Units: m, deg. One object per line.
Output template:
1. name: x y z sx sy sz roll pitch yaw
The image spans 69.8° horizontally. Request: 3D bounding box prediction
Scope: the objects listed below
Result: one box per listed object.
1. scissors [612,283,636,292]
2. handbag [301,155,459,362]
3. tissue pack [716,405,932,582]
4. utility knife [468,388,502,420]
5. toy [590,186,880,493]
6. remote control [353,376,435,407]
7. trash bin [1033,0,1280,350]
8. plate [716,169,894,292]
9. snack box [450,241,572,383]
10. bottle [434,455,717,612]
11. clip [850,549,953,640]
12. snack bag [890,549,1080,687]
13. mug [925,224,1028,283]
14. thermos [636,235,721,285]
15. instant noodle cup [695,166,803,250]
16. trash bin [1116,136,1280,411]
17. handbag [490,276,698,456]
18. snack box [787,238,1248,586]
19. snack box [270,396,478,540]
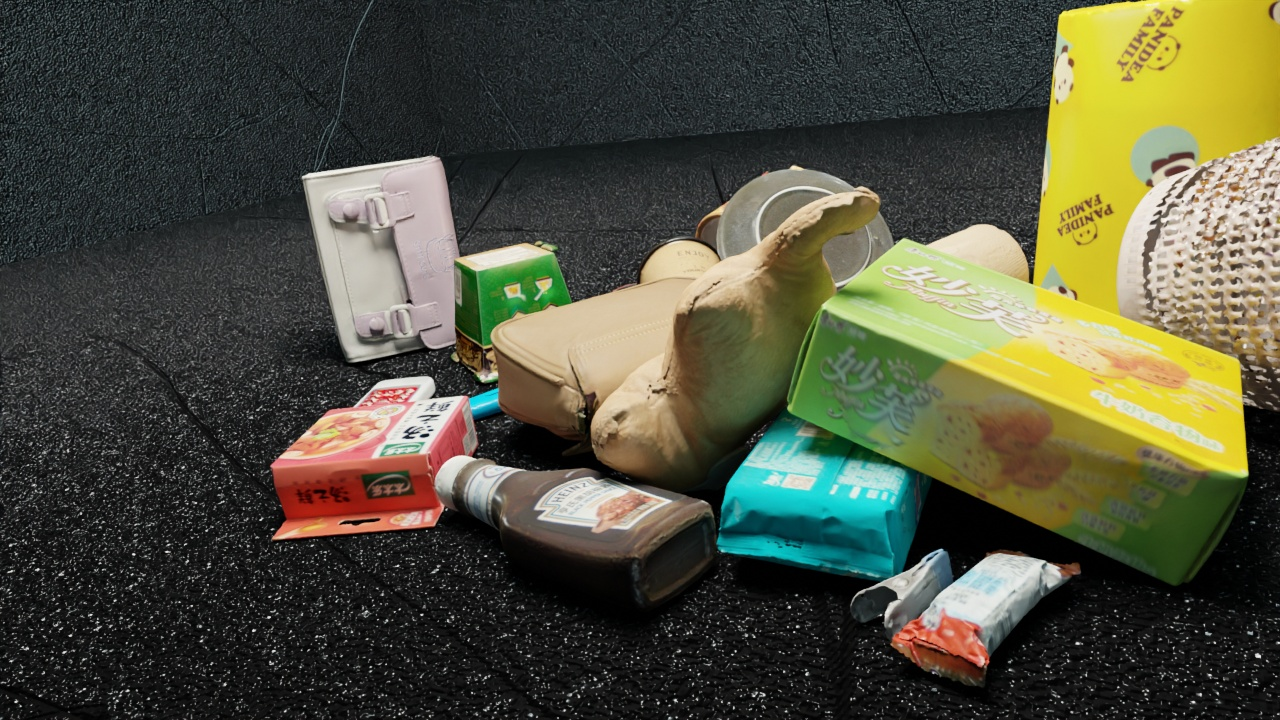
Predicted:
1. scissors: 0.068 -0.090 1.068 0.189 0.015 0.226 -3 18 15
2. handbag: -0.263 -0.108 0.972 0.144 0.197 0.098 -14 17 -16
3. tissue pack: 0.107 0.072 0.510 0.093 0.050 0.133 5 23 26
4. utility knife: -0.115 0.031 0.777 0.186 0.018 0.034 -19 22 -27
5. toy: 0.063 -0.012 0.550 0.082 0.226 0.143 45 21 22
6. remote control: -0.218 0.044 0.777 0.056 0.020 0.135 -6 19 8
7. trash bin: 0.434 -0.158 0.738 0.229 0.255 0.229 -7 19 2
8. plate: 0.163 -0.114 0.880 0.179 0.179 0.024 -13 -22 -14
9. snack box: -0.128 -0.053 0.892 0.117 0.106 0.118 -17 20 -23
10. bottle: -0.050 0.090 0.536 0.195 0.044 0.079 9 24 43
11. clip: 0.128 0.110 0.433 0.056 0.024 0.026 -22 20 -25
12. snack bag: 0.158 0.110 0.417 0.105 0.026 0.045 -22 14 -39
13. mug: 0.263 -0.062 0.821 0.103 0.084 0.125 -20 -2 -28
14. thermos: 0.047 -0.059 0.877 0.093 0.093 0.143 -9 25 -2
15. instant noodle cup: 0.132 -0.120 0.961 0.108 0.138 0.138 -30 27 -29
16. trash bin: 0.412 -0.052 0.540 0.227 0.227 0.192 -17 8 -25
17. handbag: -0.004 0.004 0.697 0.204 0.100 0.148 -17 28 -25
18. snack box: 0.209 0.014 0.508 0.210 0.070 0.157 25 31 21
19. snack box: -0.185 0.071 0.643 0.113 0.044 0.127 -6 19 6
